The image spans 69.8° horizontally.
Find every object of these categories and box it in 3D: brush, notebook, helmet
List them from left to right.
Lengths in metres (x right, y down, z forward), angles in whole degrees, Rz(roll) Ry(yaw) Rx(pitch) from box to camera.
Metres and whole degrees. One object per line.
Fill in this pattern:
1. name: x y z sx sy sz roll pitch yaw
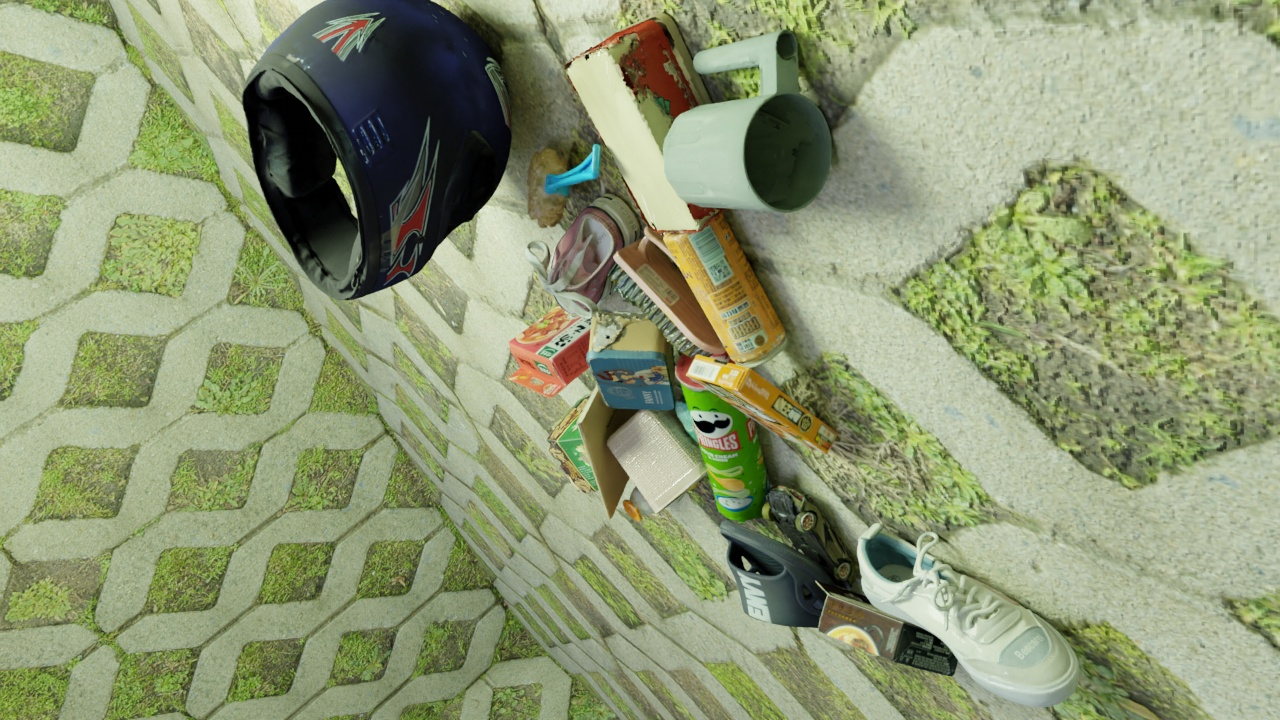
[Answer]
1. helmet: -0.259 -0.231 0.973 0.247 0.239 0.316 42 145 17
2. brush: -0.073 -0.178 0.899 0.255 0.045 0.083 -170 84 -71
3. notebook: -0.030 0.089 1.179 0.008 0.147 0.208 11 141 21
4. brush: 0.038 -0.064 0.925 0.145 0.063 0.073 47 127 5

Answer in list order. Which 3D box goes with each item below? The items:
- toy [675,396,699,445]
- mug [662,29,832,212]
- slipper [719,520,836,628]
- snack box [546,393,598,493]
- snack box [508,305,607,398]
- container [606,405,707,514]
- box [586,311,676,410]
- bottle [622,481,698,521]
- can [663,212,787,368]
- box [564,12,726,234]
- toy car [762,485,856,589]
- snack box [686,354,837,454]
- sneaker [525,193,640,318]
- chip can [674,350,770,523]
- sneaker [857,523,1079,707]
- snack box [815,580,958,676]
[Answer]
1. toy: 0.067 0.054 1.088 0.096 0.030 0.092 57 153 3
2. mug: 0.076 -0.173 0.680 0.103 0.083 0.124 16 112 56
3. slipper: 0.178 0.283 1.081 0.111 0.083 0.268 10 152 51
4. snack box: -0.049 0.118 1.317 0.106 0.117 0.118 -14 117 52
5. snack box: -0.104 -0.018 1.168 0.113 0.126 0.044 19 142 51
6. container: 0.028 0.114 1.144 0.111 0.090 0.090 51 -159 9
7. box: -0.006 0.006 1.033 0.090 0.059 0.184 1 157 9
8. bottle: 0.026 0.170 1.233 0.063 0.108 0.063 41 155 24
9. can: 0.079 -0.066 0.842 0.058 0.058 0.146 4 129 60
10. box: 0.010 -0.187 0.760 0.091 0.080 0.168 11 135 58
11. toy car: 0.197 0.203 1.052 0.070 0.042 0.158 10 141 57
12. snack box: 0.120 0.043 0.893 0.153 0.026 0.075 33 171 -37
13. sneaker: -0.074 -0.102 1.035 0.118 0.087 0.242 50 156 2
14. chip can: 0.098 0.085 1.023 0.072 0.072 0.236 31 151 40
15. sneaker: 0.295 0.223 0.855 0.242 0.089 0.091 26 143 57
16. snack box: 0.262 0.290 0.994 0.113 0.053 0.126 25 169 -35
